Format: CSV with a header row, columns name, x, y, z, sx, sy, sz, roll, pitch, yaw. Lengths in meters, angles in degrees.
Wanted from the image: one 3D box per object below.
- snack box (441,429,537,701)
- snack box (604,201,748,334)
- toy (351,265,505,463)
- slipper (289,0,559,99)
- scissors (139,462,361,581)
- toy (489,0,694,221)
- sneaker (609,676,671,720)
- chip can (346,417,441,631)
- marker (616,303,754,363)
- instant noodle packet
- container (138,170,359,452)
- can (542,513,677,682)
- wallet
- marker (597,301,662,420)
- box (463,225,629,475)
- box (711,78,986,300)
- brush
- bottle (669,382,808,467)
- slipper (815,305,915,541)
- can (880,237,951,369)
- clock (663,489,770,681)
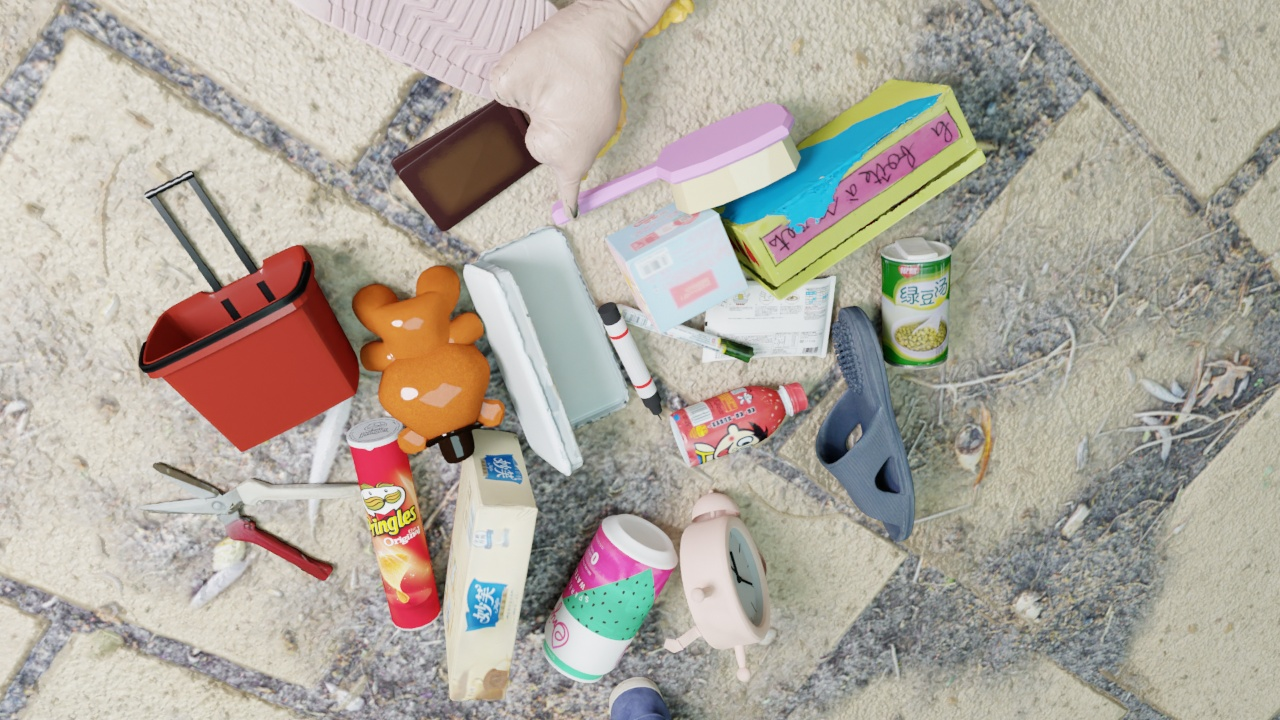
name,x,y,z,sx,sy,sz,roll,pitch,yaw
snack box,-0.148,0.191,0.874,0.055,0.153,0.208,5,110,-17
snack box,0.032,-0.090,0.840,0.093,0.094,0.079,-28,116,-3
toy,-0.189,0.008,0.825,0.112,0.096,0.176,-16,86,-8
slipper,-0.172,-0.278,0.728,0.239,0.064,0.094,12,107,-36
scissors,-0.359,0.146,0.879,0.179,0.015,0.196,-28,115,-1
toy,-0.004,-0.262,0.772,0.264,0.065,0.196,-39,133,-15
sneaker,0.019,0.495,1.058,0.091,0.118,0.233,-9,113,-11
chip can,-0.238,0.163,0.896,0.051,0.051,0.215,-10,114,-10
marker,0.041,-0.027,0.894,0.146,0.017,0.017,18,106,-8
instant noodle packet,0.129,-0.041,0.922,0.134,0.026,0.087,-2,112,-13
container,-0.336,-0.043,0.755,0.148,0.127,0.201,-27,122,-3
can,-0.034,0.248,0.962,0.088,0.088,0.166,23,104,-22
wallet,-0.144,-0.170,0.783,0.115,0.018,0.091,-34,148,-2
marker,-0.005,0.005,0.902,0.019,0.019,0.146,-27,124,-3
box,-0.084,-0.005,0.839,0.130,0.105,0.211,-27,116,-7
box,0.180,-0.158,0.837,0.221,0.124,0.083,-37,113,0
brush,0.031,-0.162,0.823,0.229,0.089,0.043,-22,121,8
bottle,0.103,0.059,0.936,0.137,0.062,0.062,-20,115,-5
slipper,0.220,0.073,0.959,0.082,0.101,0.264,-16,109,0
can,0.278,-0.058,0.930,0.067,0.067,0.121,-11,114,-10
clock,0.080,0.230,0.954,0.086,0.160,0.131,-15,119,26
